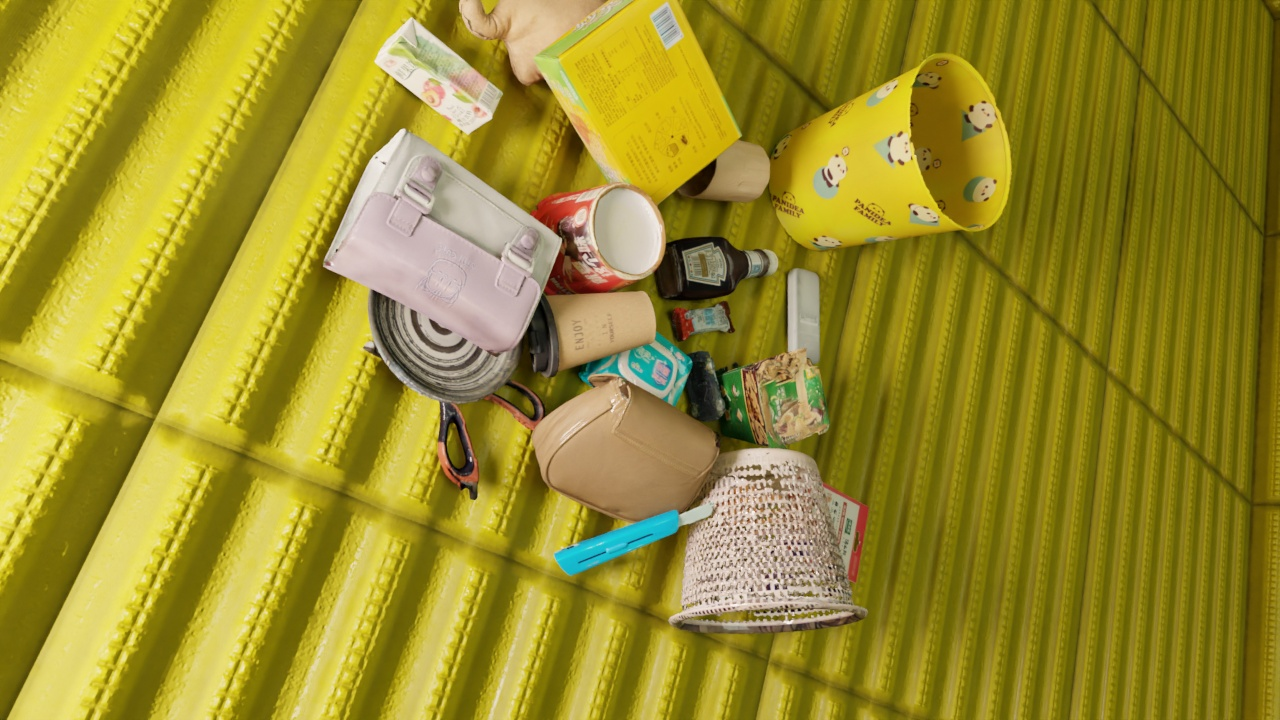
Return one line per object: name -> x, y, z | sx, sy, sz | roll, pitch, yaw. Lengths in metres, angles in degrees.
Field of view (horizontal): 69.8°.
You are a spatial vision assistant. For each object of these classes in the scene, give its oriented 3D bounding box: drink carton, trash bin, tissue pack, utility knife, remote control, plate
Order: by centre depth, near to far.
plate -> -0.200, -0.041, 0.941 | 0.179, 0.024, 0.179 | 17, 63, -37
drink carton -> -0.208, -0.297, 0.959 | 0.122, 0.054, 0.045 | 35, 59, -30
utility knife -> -0.004, 0.195, 1.022 | 0.187, 0.018, 0.034 | -20, 114, -7
tissue pack -> -0.006, 0.006, 1.083 | 0.133, 0.050, 0.093 | 35, 64, -30
trash bin -> 0.143, 0.214, 1.089 | 0.227, 0.228, 0.191 | 16, 61, -37
trash bin -> 0.330, -0.264, 1.259 | 0.229, 0.256, 0.229 | 6, 80, -39
remote control -> 0.232, -0.062, 1.305 | 0.055, 0.020, 0.136 | 9, 78, -39

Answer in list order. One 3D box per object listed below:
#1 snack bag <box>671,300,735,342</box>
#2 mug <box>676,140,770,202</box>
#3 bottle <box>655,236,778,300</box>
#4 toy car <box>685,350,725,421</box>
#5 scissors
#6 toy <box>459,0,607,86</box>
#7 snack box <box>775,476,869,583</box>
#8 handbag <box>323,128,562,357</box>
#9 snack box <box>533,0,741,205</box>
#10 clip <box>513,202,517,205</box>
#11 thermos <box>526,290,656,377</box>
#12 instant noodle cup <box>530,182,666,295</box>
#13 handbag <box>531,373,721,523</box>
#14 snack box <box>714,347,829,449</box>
snack bag -> 0.083, -0.052, 1.179 | 0.105, 0.026, 0.045 | -10, 81, -40
mug -> 0.097, -0.265, 1.195 | 0.103, 0.084, 0.124 | -2, 59, -41
bottle -> 0.103, -0.122, 1.195 | 0.194, 0.044, 0.080 | -10, 90, -40
toy car -> 0.080, 0.032, 1.157 | 0.034, 0.043, 0.090 | -11, 86, -73
scissors -> -0.186, 0.034, 0.955 | 0.188, 0.015, 0.226 | -13, 89, -41
toy -> -0.103, -0.377, 1.037 | 0.225, 0.083, 0.143 | 15, 78, -35
snack box -> 0.251, 0.234, 1.265 | 0.127, 0.044, 0.113 | 29, 66, -31
handbag -> -0.188, -0.110, 0.899 | 0.197, 0.099, 0.144 | 32, 61, -29
snack box -> 0.001, -0.297, 1.041 | 0.157, 0.070, 0.210 | -40, 125, -9
clip -> -0.162, -0.157, 1.003 | 0.056, 0.026, 0.024 | -25, 97, -26
thermos -> -0.059, -0.035, 0.999 | 0.143, 0.093, 0.093 | -10, 90, -19
instant noodle cup -> -0.047, -0.134, 1.032 | 0.137, 0.109, 0.138 | 6, 80, -38
handbag -> -0.015, 0.097, 1.010 | 0.204, 0.148, 0.099 | 32, 21, -38
snack box -> 0.159, 0.052, 1.176 | 0.118, 0.106, 0.117 | -15, 96, -38
